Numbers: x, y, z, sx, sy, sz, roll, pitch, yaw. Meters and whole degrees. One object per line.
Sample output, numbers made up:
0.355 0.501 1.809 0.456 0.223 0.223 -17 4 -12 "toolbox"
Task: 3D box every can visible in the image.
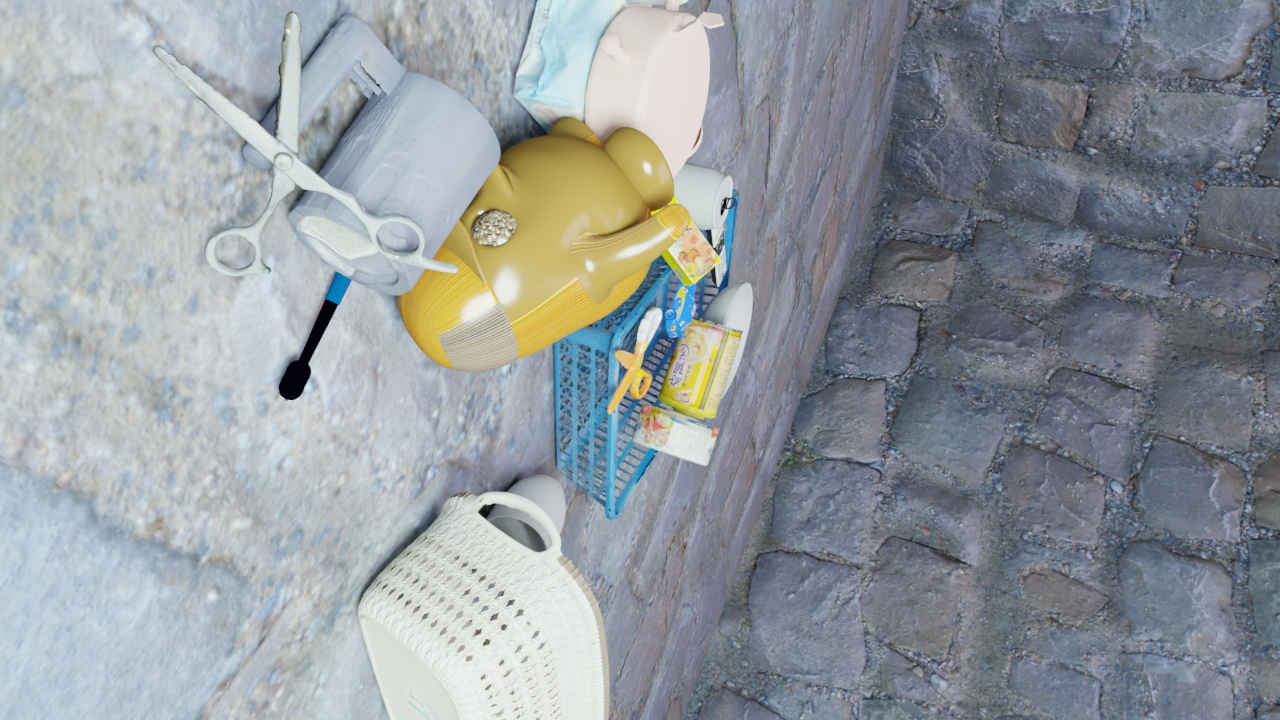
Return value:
0.065 0.007 1.003 0.067 0.068 0.105 0 109 -72 "can"
0.036 0.077 0.958 0.086 0.086 0.043 34 74 -72 "can"
0.041 -0.177 0.969 0.064 0.127 0.064 17 89 -73 "can"

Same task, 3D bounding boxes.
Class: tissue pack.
-0.043 -0.233 0.758 0.182 0.070 0.112 36 71 -70 "tissue pack"

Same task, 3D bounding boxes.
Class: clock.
0.017 -0.205 0.727 0.130 0.086 0.161 -56 161 -37 "clock"

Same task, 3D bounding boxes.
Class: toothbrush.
-0.185 -0.052 0.571 0.014 0.014 0.167 -25 -137 66 "toothbrush"

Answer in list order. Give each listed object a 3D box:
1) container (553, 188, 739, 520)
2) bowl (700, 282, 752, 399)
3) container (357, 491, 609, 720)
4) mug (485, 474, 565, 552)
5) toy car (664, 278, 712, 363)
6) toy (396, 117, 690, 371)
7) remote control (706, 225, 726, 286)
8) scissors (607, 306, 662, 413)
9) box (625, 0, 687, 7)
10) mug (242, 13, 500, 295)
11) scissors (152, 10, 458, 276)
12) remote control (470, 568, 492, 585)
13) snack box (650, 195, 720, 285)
0.007 -0.027 1.070 0.360 0.089 0.258 -54 154 -48 "container"
0.092 -0.026 1.110 0.149 0.043 0.149 17 89 -73 "bowl"
-0.128 0.242 0.758 0.142 0.185 0.247 -37 139 -37 "container"
-0.115 0.171 0.920 0.089 0.071 0.107 -62 171 -58 "mug"
0.060 -0.046 0.957 0.033 0.062 0.091 64 45 -66 "toy car"
-0.086 -0.080 0.657 0.203 0.199 0.163 -42 130 -22 "toy"
0.086 -0.130 1.048 0.124 0.012 0.028 75 35 -60 "remote control"
-0.003 -0.003 0.888 0.125 0.011 0.127 33 74 -73 "scissors"
0.008 -0.329 0.798 0.108 0.126 0.137 -63 151 -28 "box"
-0.153 -0.114 0.527 0.124 0.084 0.103 50 57 -42 "mug"
-0.163 -0.090 0.458 0.142 0.173 0.014 -51 -151 24 "scissors"
-0.156 0.212 0.917 0.136 0.013 0.033 -10 115 -69 "remote control"
0.021 -0.145 0.925 0.040 0.148 0.029 -40 -170 -14 "snack box"
